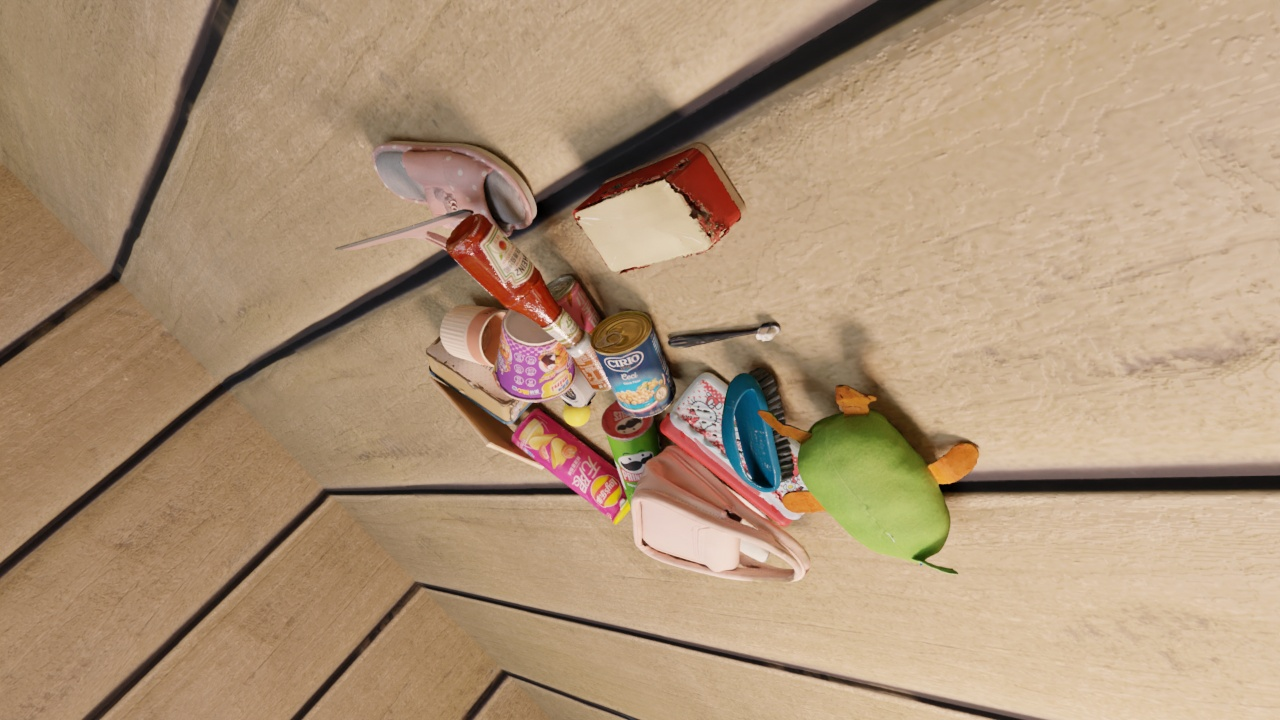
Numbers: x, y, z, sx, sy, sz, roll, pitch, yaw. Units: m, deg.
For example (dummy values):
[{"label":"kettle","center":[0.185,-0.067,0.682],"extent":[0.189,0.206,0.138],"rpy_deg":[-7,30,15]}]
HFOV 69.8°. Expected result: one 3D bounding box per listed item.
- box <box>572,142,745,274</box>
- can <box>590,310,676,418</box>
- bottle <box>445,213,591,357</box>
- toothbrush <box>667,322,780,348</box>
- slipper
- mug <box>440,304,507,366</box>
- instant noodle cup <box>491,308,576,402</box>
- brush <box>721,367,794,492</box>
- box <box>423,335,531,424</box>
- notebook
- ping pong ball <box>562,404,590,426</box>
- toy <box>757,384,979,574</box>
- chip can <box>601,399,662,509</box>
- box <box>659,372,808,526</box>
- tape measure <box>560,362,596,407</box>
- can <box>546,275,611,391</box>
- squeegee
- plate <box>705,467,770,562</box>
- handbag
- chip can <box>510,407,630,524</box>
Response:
[{"label":"box","center":[0.010,-0.136,0.885],"extent":[0.169,0.076,0.091],"rpy_deg":[-7,125,54]},{"label":"can","center":[-0.007,0.006,1.097],"extent":[0.075,0.075,0.111],"rpy_deg":[16,142,38]},{"label":"bottle","center":[-0.131,-0.079,1.044],"extent":[0.060,0.059,0.206],"rpy_deg":[-2,140,51]},{"label":"toothbrush","center":[0.085,-0.024,1.008],"extent":[0.015,0.018,0.181],"rpy_deg":[51,151,-22]},{"label":"slipper","center":[-0.237,-0.208,1.106],"extent":[0.275,0.054,0.114],"rpy_deg":[19,144,34]},{"label":"mug","center":[-0.211,-0.031,1.302],"extent":[0.106,0.081,0.114],"rpy_deg":[12,169,45]},{"label":"instant noodle cup","center":[-0.137,-0.016,1.198],"extent":[0.111,0.111,0.099],"rpy_deg":[31,142,19]},{"label":"brush","center":[0.125,0.082,1.013],"extent":[0.055,0.073,0.144],"rpy_deg":[15,123,55]},{"label":"box","center":[-0.240,0.013,1.375],"extent":[0.184,0.089,0.061],"rpy_deg":[32,151,21]},{"label":"notebook","center":[-0.239,0.102,1.452],"extent":[0.149,0.012,0.211],"rpy_deg":[44,180,23]},{"label":"ping pong ball","center":[-0.092,0.075,1.329],"extent":[0.040,0.040,0.040],"rpy_deg":[30,149,20]},{"label":"toy","center":[0.235,0.120,0.944],"extent":[0.228,0.089,0.247],"rpy_deg":[-23,113,42]},{"label":"chip can","center":[0.003,0.152,1.288],"extent":[0.072,0.072,0.236],"rpy_deg":[23,147,30]},{"label":"box","center":[0.127,0.106,1.110],"extent":[0.201,0.098,0.119],"rpy_deg":[39,-177,3]},{"label":"tape measure","center":[-0.093,0.033,1.281],"extent":[0.066,0.033,0.066],"rpy_deg":[3,135,52]},{"label":"can","center":[-0.070,-0.032,1.139],"extent":[0.058,0.057,0.147],"rpy_deg":[3,133,48]},{"label":"squeegee","center":[-0.216,-0.115,1.172],"extent":[0.248,0.040,0.249],"rpy_deg":[-7,149,38]},{"label":"plate","center":[0.115,0.194,1.238],"extent":[0.164,0.034,0.164],"rpy_deg":[33,154,21]},{"label":"handbag","center":[0.105,0.221,1.176],"extent":[0.234,0.093,0.194],"rpy_deg":[24,151,19]},{"label":"chip can","center":[-0.099,0.163,1.422],"extent":[0.210,0.071,0.072],"rpy_deg":[36,151,10]}]
